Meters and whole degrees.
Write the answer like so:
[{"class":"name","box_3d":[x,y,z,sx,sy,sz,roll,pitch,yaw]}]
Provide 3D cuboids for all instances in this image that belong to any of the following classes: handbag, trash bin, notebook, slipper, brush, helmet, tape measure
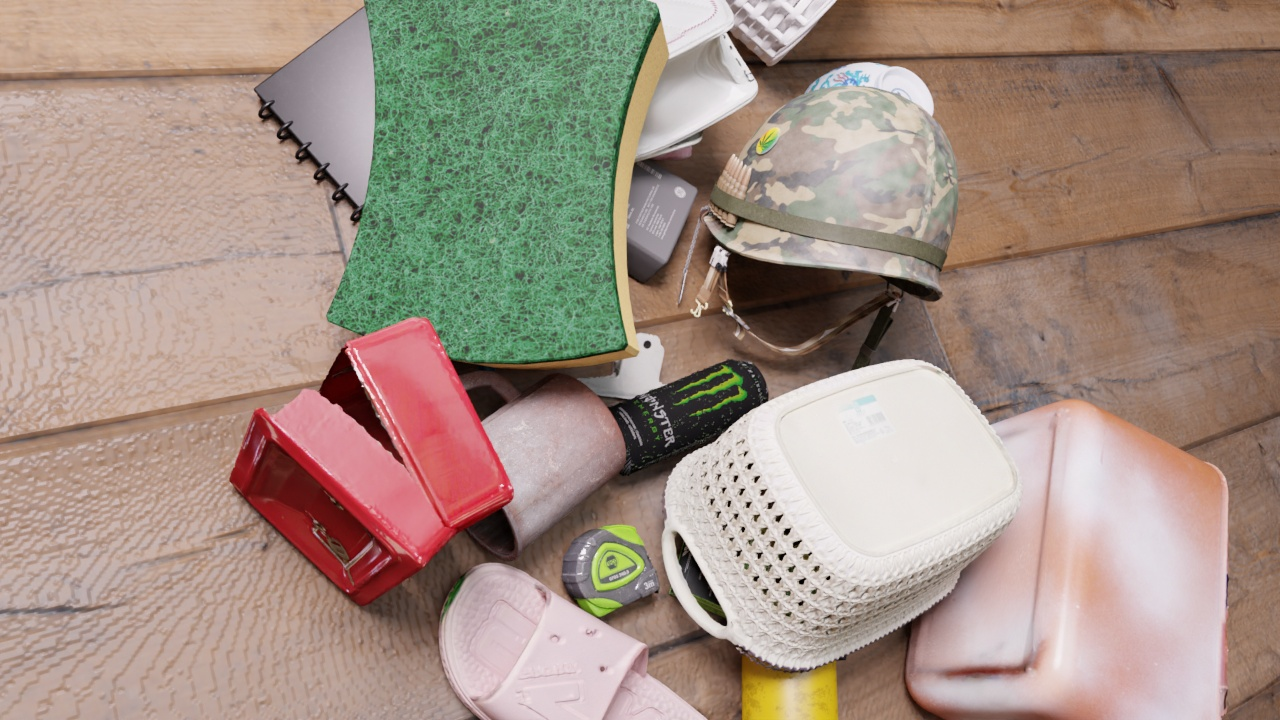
[{"class":"handbag","box_3d":[-0.004,-0.260,0.738,0.142,0.096,0.198,-26,56,10]},{"class":"trash bin","box_3d":[0.336,0.177,0.741,0.157,0.182,0.259,27,63,-13]},{"class":"notebook","box_3d":[-0.150,-0.158,0.687,0.169,0.019,0.231,-42,93,-10]},{"class":"slipper","box_3d":[-0.031,0.227,0.612,0.239,0.065,0.094,40,60,-10]},{"class":"brush","box_3d":[-0.091,-0.121,0.616,0.195,0.075,0.250,5,87,8]},{"class":"helmet","box_3d":[0.146,-0.099,0.744,0.192,0.224,0.236,9,93,-28]},{"class":"tape measure","box_3d":[-0.025,0.149,0.660,0.065,0.036,0.058,-14,87,-33]}]

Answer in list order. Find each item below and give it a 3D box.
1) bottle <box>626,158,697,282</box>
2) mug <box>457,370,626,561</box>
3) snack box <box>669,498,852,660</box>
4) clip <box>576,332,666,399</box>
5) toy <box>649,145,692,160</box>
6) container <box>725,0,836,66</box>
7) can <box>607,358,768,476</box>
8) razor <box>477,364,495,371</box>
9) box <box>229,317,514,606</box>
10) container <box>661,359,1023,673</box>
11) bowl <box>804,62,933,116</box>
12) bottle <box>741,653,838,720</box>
[{"class":"bottle","box_3d":[-0.046,-0.146,0.749,0.174,0.046,0.083,30,61,-13]},{"class":"mug","box_3d":[-0.084,0.057,0.630,0.110,0.096,0.123,-37,99,-37]},{"class":"snack box","box_3d":[0.101,0.170,0.718,0.147,0.025,0.080,26,62,-15]},{"class":"clip","box_3d":[-0.004,0.005,0.733,0.101,0.040,0.054,8,88,-24]},{"class":"toy","box_3d":[0.009,-0.202,0.787,0.099,0.053,0.095,-7,45,-27]},{"class":"container","box_3d":[0.110,-0.403,0.836,0.187,0.190,0.188,39,60,-10]},{"class":"can","box_3d":[0.031,0.042,0.706,0.137,0.054,0.054,-21,82,-23]},{"class":"razor","box_3d":[-0.109,-0.053,0.664,0.042,0.022,0.144,3,85,-9]},{"class":"box","box_3d":[-0.155,0.064,0.559,0.135,0.158,0.117,50,54,-3]},{"class":"container","box_3d":[0.151,0.100,0.668,0.251,0.144,0.184,-14,61,-33]},{"class":"bowl","box_3d":[0.238,-0.240,0.905,0.143,0.074,0.143,9,68,-23]},{"class":"bottle","box_3d":[0.108,0.295,0.649,0.071,0.071,0.163,11,67,-22]}]
